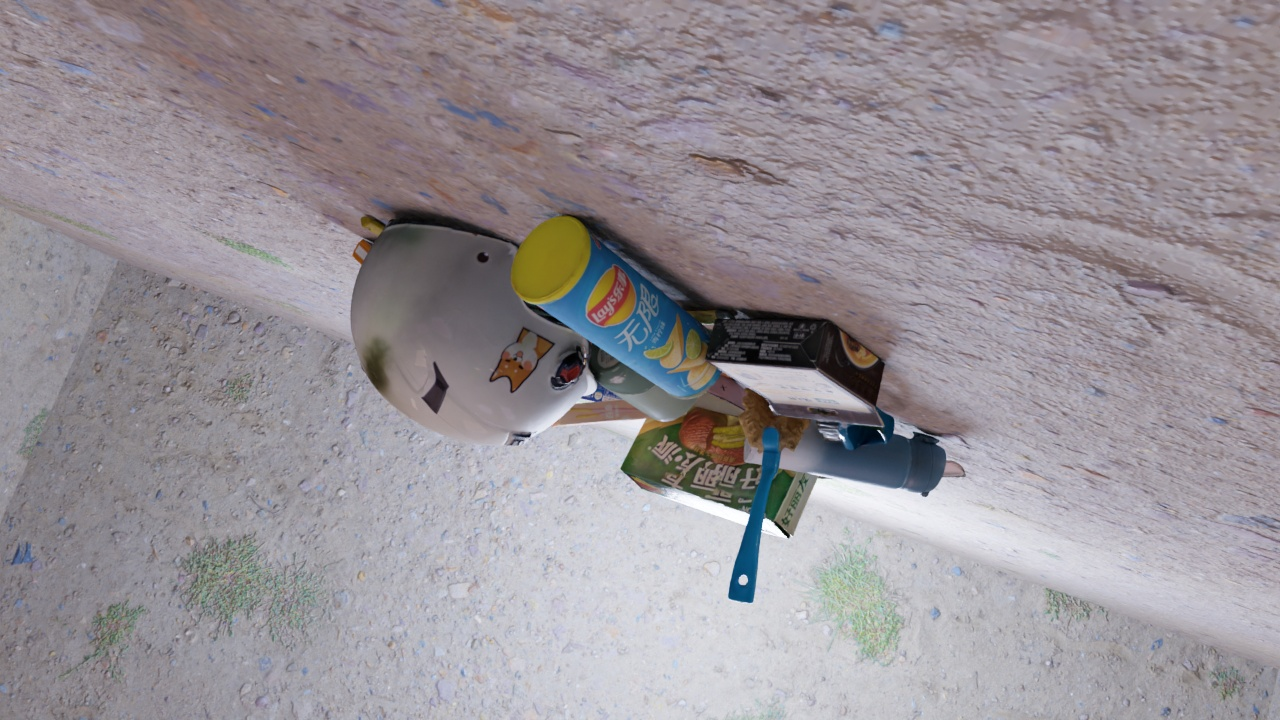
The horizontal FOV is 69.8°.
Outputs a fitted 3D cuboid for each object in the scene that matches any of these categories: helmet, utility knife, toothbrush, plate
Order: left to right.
[{"bbox_3d":[-0.244,-0.114,1.014,0.016,0.016,0.190,17,171,27],"label":"toothbrush"},{"bbox_3d":[-0.179,-0.004,0.903,0.230,0.156,0.274,15,148,40],"label":"helmet"},{"bbox_3d":[0.019,-0.040,0.874,0.031,0.022,0.213,26,163,-34],"label":"utility knife"},{"bbox_3d":[0.050,0.022,1.133,0.192,0.039,0.192,19,172,3],"label":"plate"}]

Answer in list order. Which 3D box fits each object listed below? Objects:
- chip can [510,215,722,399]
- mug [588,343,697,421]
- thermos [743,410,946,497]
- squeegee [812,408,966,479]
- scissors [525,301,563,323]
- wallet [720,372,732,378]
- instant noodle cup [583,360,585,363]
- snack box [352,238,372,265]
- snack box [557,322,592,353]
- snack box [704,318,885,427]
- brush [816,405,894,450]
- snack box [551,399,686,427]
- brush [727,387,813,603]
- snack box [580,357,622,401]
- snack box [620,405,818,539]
[{"bbox_3d":[-0.011,-0.036,0.748,0.071,0.071,0.210,13,165,40],"label":"chip can"},{"bbox_3d":[-0.006,0.006,0.986,0.112,0.082,0.106,9,161,47],"label":"mug"},{"bbox_3d":[0.229,0.101,1.031,0.220,0.070,0.070,10,172,0],"label":"thermos"},{"bbox_3d":[0.236,0.086,1.119,0.248,0.040,0.249,-5,152,35],"label":"squeegee"},{"bbox_3d":[-0.122,-0.071,1.010,0.180,0.019,0.170,27,171,-34],"label":"scissors"},{"bbox_3d":[0.111,0.007,0.924,0.132,0.031,0.107,16,174,25],"label":"wallet"},{"bbox_3d":[-0.151,0.013,1.117,0.138,0.109,0.138,30,169,6],"label":"instant noodle cup"},{"bbox_3d":[-0.261,-0.093,1.090,0.153,0.026,0.075,27,-174,-38],"label":"snack box"},{"bbox_3d":[-0.106,-0.032,1.187,0.077,0.027,0.156,22,171,-20],"label":"snack box"},{"bbox_3d":[0.136,0.010,0.783,0.113,0.053,0.125,5,164,43],"label":"snack box"},{"bbox_3d":[0.221,0.061,0.933,0.073,0.055,0.144,17,171,22],"label":"brush"},{"bbox_3d":[-0.029,0.062,1.129,0.157,0.026,0.084,-5,176,-12],"label":"snack box"},{"bbox_3d":[0.125,0.123,0.938,0.083,0.254,0.046,4,150,20],"label":"brush"},{"bbox_3d":[-0.018,0.039,1.252,0.207,0.057,0.058,15,176,-37],"label":"snack box"},{"bbox_3d":[0.099,0.130,1.147,0.240,0.114,0.063,14,157,39],"label":"snack box"}]
